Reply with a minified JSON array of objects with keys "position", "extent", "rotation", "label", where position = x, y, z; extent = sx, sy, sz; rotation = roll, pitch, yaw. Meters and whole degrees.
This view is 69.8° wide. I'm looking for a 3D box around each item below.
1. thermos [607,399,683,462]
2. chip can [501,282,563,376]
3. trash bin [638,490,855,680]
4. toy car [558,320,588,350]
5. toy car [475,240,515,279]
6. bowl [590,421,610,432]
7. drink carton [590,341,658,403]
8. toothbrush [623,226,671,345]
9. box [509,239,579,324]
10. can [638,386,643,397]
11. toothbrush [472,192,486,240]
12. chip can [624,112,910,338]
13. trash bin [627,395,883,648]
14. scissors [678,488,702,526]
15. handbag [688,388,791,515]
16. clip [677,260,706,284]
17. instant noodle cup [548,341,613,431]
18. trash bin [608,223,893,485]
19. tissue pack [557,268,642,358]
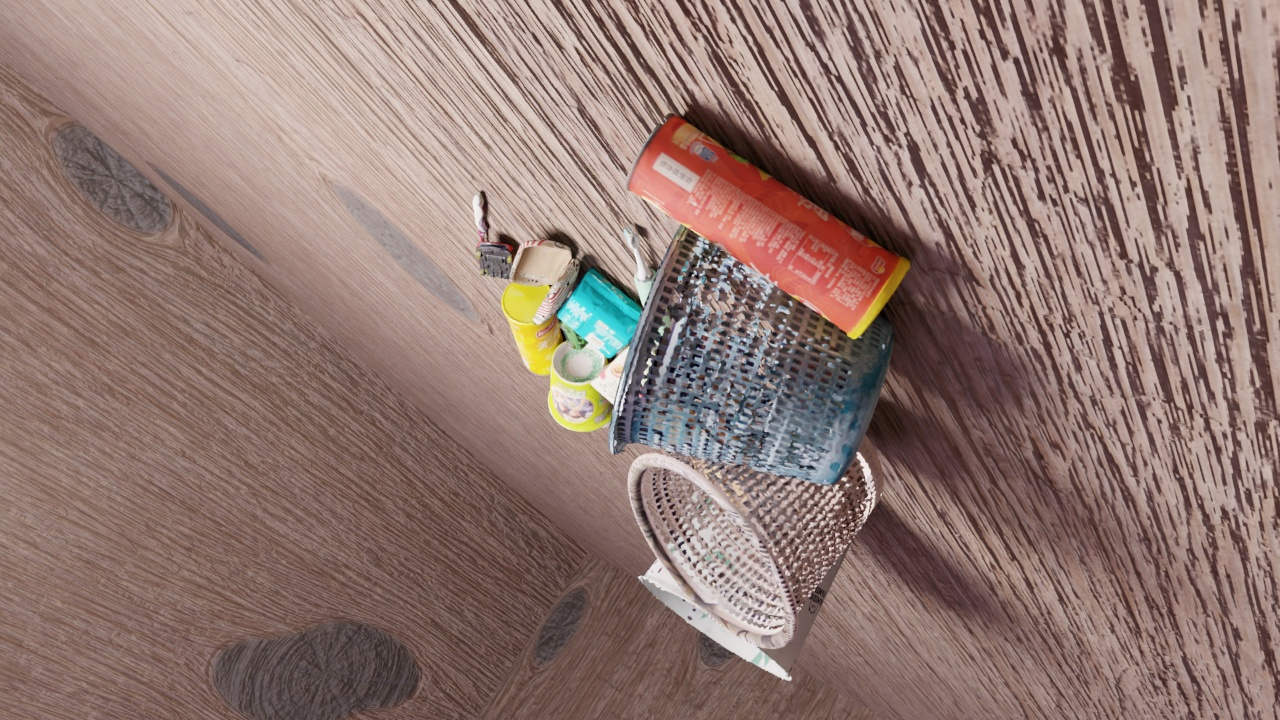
[{"position":[0.062,0.106,1.360],"extent":[0.242,0.068,0.090],"rotation":[41,-166,-12],"label":"thermos"},{"position":[-0.150,-0.043,1.326],"extent":[0.072,0.072,0.214],"rotation":[32,162,12],"label":"chip can"},{"position":[0.161,0.248,1.213],"extent":[0.229,0.251,0.230],"rotation":[32,164,10],"label":"trash bin"},{"position":[-0.082,-0.045,1.243],"extent":[0.036,0.043,0.091],"rotation":[30,163,15],"label":"toy car"},{"position":[-0.189,-0.135,1.211],"extent":[0.049,0.031,0.106],"rotation":[7,165,-3],"label":"toy car"},{"position":[-0.087,0.074,1.486],"extent":[0.116,0.066,0.116],"rotation":[29,178,1],"label":"bowl"},{"position":[-0.007,0.007,1.166],"extent":[0.053,0.045,0.123],"rotation":[42,136,-5],"label":"drink carton"},{"position":[0.010,-0.076,1.011],"extent":[0.027,0.026,0.225],"rotation":[51,172,28],"label":"toothbrush"},{"position":[-0.123,-0.104,1.117],"extent":[0.088,0.076,0.163],"rotation":[39,164,-2],"label":"box"},{"position":[0.043,0.055,1.255],"extent":[0.132,0.053,0.053],"rotation":[40,163,-15],"label":"can"},{"position":[-0.201,-0.170,1.179],"extent":[0.017,0.016,0.188],"rotation":[27,163,2],"label":"toothbrush"},{"position":[0.095,-0.102,0.701],"extent":[0.216,0.073,0.073],"rotation":[33,163,5],"label":"chip can"},{"position":[0.130,0.141,0.929],"extent":[0.227,0.191,0.228],"rotation":[40,149,29],"label":"trash bin"},{"position":[0.085,0.143,1.215],"extent":[0.012,0.175,0.108],"rotation":[44,-176,-38],"label":"scissors"},{"position":[0.094,0.097,1.121],"extent":[0.204,0.099,0.148],"rotation":[49,169,45],"label":"handbag"},{"position":[0.042,-0.091,0.934],"extent":[0.056,0.013,0.039],"rotation":[16,154,49],"label":"clip"},{"position":[-0.087,0.030,1.363],"extent":[0.112,0.111,0.124],"rotation":[30,155,16],"label":"instant noodle cup"},{"position":[0.102,0.006,0.792],"extent":[0.195,0.226,0.227],"rotation":[19,161,7],"label":"trash bin"},{"position":[-0.047,-0.058,1.129],"extent":[0.093,0.050,0.134],"rotation":[39,163,-5],"label":"tissue pack"}]
